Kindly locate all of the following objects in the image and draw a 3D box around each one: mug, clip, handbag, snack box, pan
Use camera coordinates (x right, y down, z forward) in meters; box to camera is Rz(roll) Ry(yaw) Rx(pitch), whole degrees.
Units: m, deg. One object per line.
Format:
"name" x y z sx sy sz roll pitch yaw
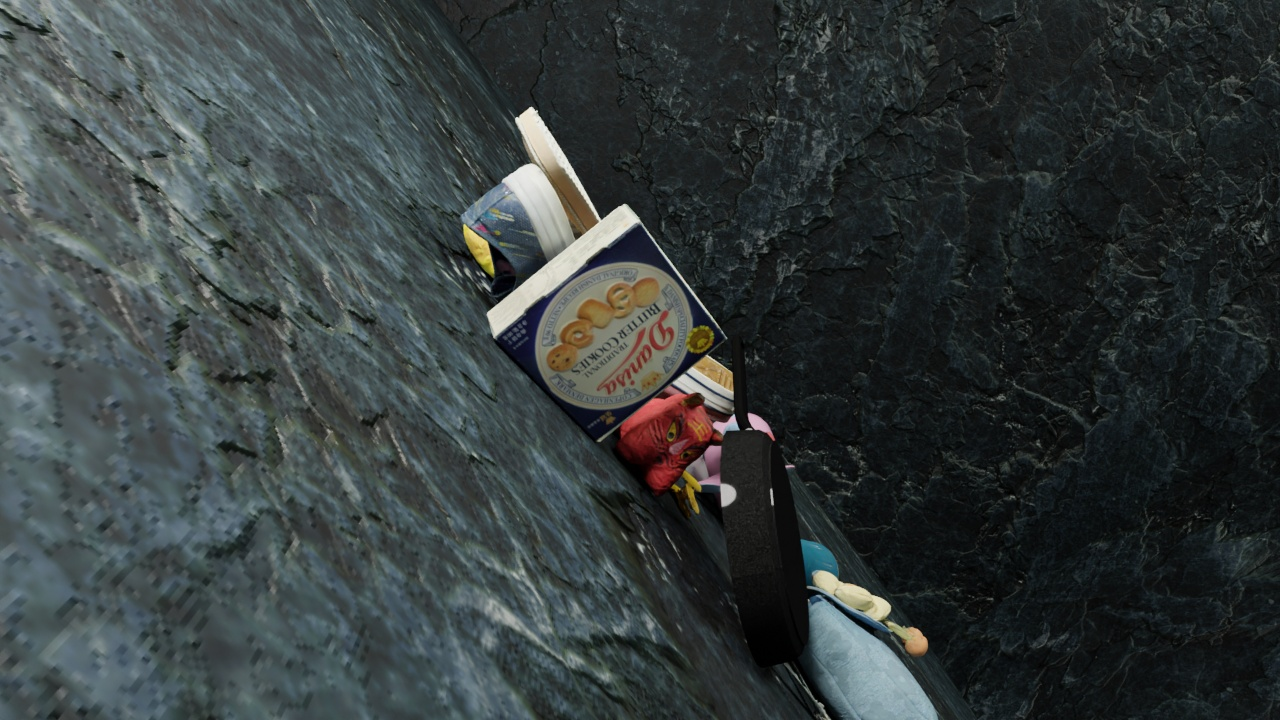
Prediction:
"mug" 0.182 0.247 1.100 0.121 0.078 0.078 34 20 -56
"clip" 0.047 0.132 0.926 0.048 0.045 0.054 27 -13 37
"handbag" 0.222 0.295 0.904 0.192 0.118 0.122 50 -2 28
"snack box" -0.024 -0.027 0.749 0.145 0.144 0.042 49 5 -34
"pan" 0.112 0.104 0.850 0.204 0.044 0.354 66 19 -44

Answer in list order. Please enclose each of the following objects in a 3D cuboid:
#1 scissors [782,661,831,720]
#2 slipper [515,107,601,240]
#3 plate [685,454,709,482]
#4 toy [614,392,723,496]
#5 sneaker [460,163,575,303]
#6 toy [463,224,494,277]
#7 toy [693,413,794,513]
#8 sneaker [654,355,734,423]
"scissors" 0.168 0.329 0.814 0.141 0.014 0.174 52 8 -34
"slipper" -0.059 -0.123 0.856 0.114 0.054 0.273 56 -3 30
"plate" 0.031 0.056 1.168 0.242 0.016 0.242 56 8 -13
"toy" 0.025 0.058 0.873 0.088 0.094 0.133 48 8 -29
"sneaker" -0.084 -0.054 0.794 0.087 0.079 0.236 49 -16 43
"toy" -0.121 -0.109 0.877 0.105 0.067 0.137 49 15 -18
"toy" 0.123 0.119 1.120 0.171 0.120 0.221 69 12 -51
"sneaker" -0.006 0.006 0.981 0.241 0.088 0.118 31 22 -6
